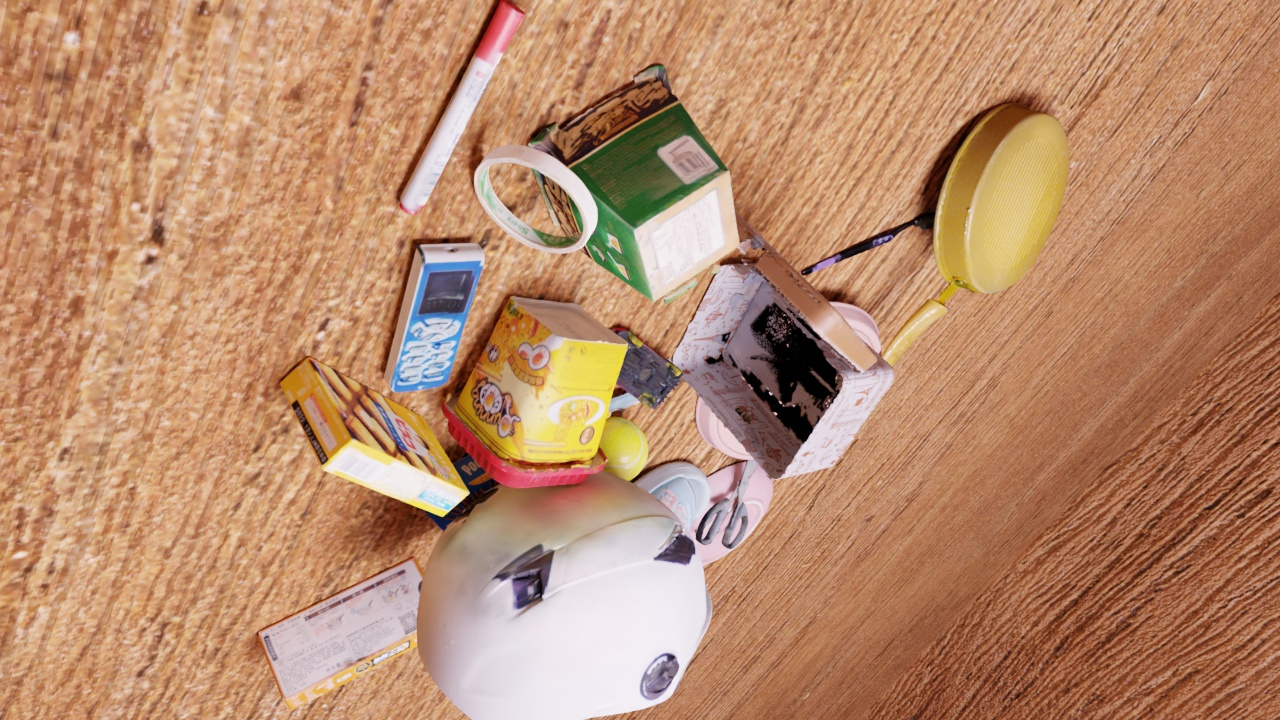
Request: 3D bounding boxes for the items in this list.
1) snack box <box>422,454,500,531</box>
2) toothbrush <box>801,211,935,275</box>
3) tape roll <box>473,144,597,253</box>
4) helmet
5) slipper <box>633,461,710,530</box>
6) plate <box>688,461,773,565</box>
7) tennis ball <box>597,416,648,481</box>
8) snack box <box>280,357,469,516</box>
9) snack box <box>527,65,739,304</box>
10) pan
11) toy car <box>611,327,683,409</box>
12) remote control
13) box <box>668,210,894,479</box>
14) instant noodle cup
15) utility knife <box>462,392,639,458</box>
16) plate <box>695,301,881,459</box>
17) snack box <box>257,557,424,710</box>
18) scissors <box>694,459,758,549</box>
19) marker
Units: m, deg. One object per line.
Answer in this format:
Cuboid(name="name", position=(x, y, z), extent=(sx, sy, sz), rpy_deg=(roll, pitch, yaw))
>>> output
Cuboid(name="snack box", position=(-0.144, 0.133, 0.847), extent=(0.084, 0.026, 0.157), rpy_deg=(-30, 152, -9))
Cuboid(name="toothbrush", position=(0.245, -0.121, 0.961), extent=(0.188, 0.016, 0.014), rpy_deg=(-24, 144, -21))
Cuboid(name="tape roll", position=(-0.070, -0.105, 0.607), extent=(0.086, 0.086, 0.013), rpy_deg=(78, 34, -54))
Cuboid(name="helmet", position=(-0.062, 0.171, 0.762), extent=(0.258, 0.229, 0.146), rpy_deg=(-17, 122, -27))
Cuboid(name="slipper", position=(0.001, 0.191, 1.006), extent=(0.244, 0.074, 0.104), rpy_deg=(-26, 137, -41))
Cuboid(name="plate", position=(0.100, 0.211, 1.187), extent=(0.192, 0.039, 0.193), rpy_deg=(-26, 145, -21))
Cuboid(name="tennis ball", position=(-0.025, 0.087, 0.892), extent=(0.065, 0.065, 0.066), rpy_deg=(-26, 145, -21))
Cuboid(name="snack box", position=(-0.191, 0.059, 0.672), extent=(0.034, 0.087, 0.140), rpy_deg=(-41, 147, 2))
Cuboid(name="snack box", position=(0.007, -0.116, 0.645), extent=(0.118, 0.105, 0.118), rpy_deg=(-35, 146, -11))
Cuboid(name="pan", position=(0.339, -0.100, 0.984), extent=(0.197, 0.078, 0.357), rpy_deg=(17, 99, -46))
Cuboid(name="toy car", position=(-0.005, 0.005, 0.844), extent=(0.049, 0.031, 0.106), rpy_deg=(-50, 135, 4))
Cuboid(name="remote control", position=(-0.151, -0.030, 0.664), extent=(0.048, 0.024, 0.125), rpy_deg=(-8, 137, -39))
Cuboid(name="box", position=(0.121, -0.027, 0.798), extent=(0.136, 0.179, 0.270), rpy_deg=(-29, 147, -17))
Cuboid(name="instant noodle cup", position=(-0.077, 0.022, 0.731), extent=(0.115, 0.116, 0.124), rpy_deg=(4, 116, -47))
Cuboid(name="utility knife", position=(-0.065, 0.057, 0.860), extent=(0.222, 0.015, 0.033), rpy_deg=(-19, 142, -25))
Cuboid(name="plate", position=(0.170, 0.032, 1.018), extent=(0.229, 0.028, 0.230), rpy_deg=(-16, 139, -15))
Cuboid(name="snack box", position=(-0.260, 0.246, 0.836), extent=(0.153, 0.075, 0.026), rpy_deg=(-23, 143, -24))
Cuboid(name="scissors", position=(0.124, 0.156, 1.119), extent=(0.163, 0.014, 0.164), rpy_deg=(-36, 129, -26))
Cuboid(name="marker", position=(-0.112, -0.152, 0.565), extent=(0.017, 0.017, 0.145), rpy_deg=(7, 125, -49))
